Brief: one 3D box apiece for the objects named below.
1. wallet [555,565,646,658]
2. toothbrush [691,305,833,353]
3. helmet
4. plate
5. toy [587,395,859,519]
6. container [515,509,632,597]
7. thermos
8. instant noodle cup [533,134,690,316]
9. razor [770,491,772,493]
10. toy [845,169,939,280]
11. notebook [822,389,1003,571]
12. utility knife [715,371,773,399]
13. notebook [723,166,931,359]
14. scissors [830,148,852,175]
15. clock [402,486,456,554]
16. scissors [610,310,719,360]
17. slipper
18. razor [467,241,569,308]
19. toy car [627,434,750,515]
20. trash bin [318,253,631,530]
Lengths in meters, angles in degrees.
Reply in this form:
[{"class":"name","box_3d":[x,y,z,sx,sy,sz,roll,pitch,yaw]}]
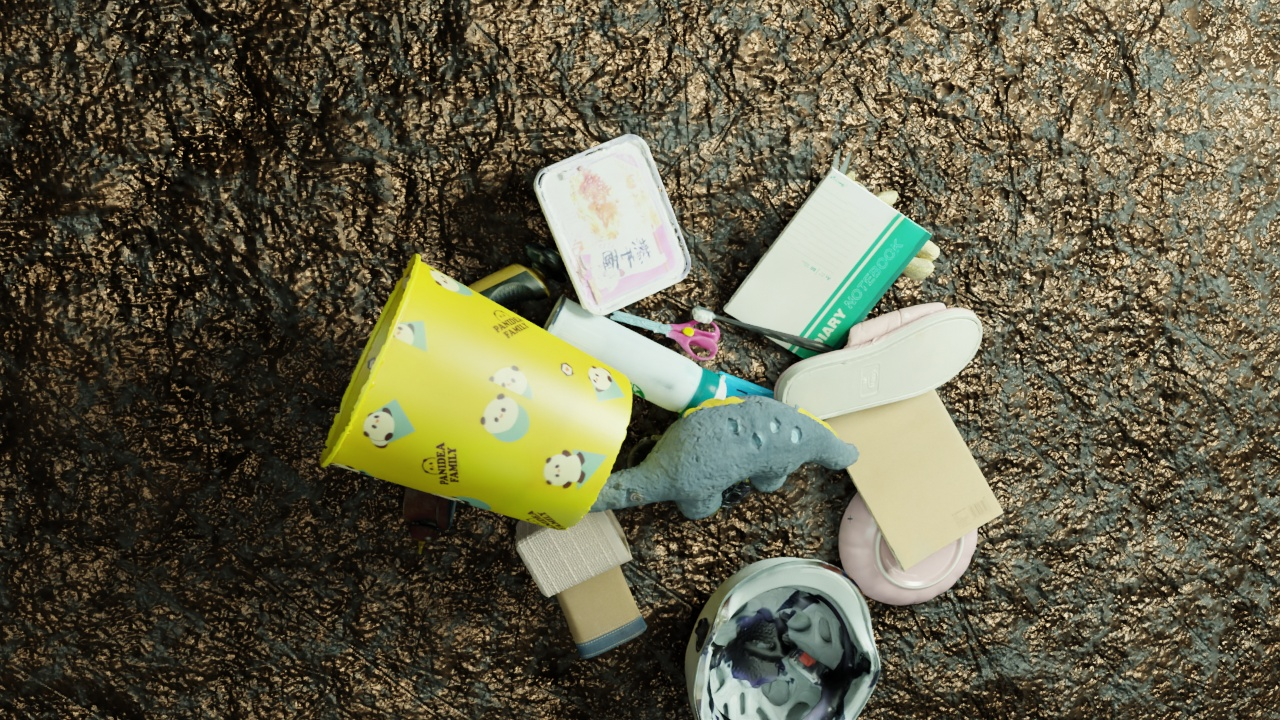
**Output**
[{"class":"wallet","box_3d":[-0.053,0.300,1.129,0.090,0.033,0.115,-23,102,-8]},{"class":"toothbrush","box_3d":[0.147,-0.033,1.098,0.181,0.018,0.016,15,125,-9]},{"class":"helmet","box_3d":[0.159,0.353,1.117,0.229,0.146,0.258,9,90,-13]},{"class":"plate","box_3d":[0.352,0.231,1.183,0.192,0.039,0.192,-2,100,-10]},{"class":"toy","box_3d":[0.101,0.104,1.033,0.355,0.091,0.138,-10,132,-17]},{"class":"container","box_3d":[-0.082,0.209,1.079,0.111,0.090,0.090,-27,104,-1]},{"class":"thermos","box_3d":[-0.006,0.006,1.059,0.224,0.073,0.073,26,94,-11]},{"class":"instant noodle cup","box_3d":[-0.034,-0.151,1.030,0.138,0.060,0.173,-25,105,-13]},{"class":"razor","box_3d":[0.112,0.121,1.130,0.142,0.022,0.042,25,93,-13]},{"class":"toy","box_3d":[0.285,-0.156,1.087,0.157,0.066,0.105,36,87,-7]},{"class":"notebook","box_3d":[0.341,0.134,1.148,0.149,0.012,0.211,-28,87,-5]},{"class":"utility knife","box_3d":[0.123,0.039,1.119,0.202,0.018,0.034,22,97,-12]},{"class":"notebook","box_3d":[0.218,-0.102,1.077,0.150,0.012,0.210,29,114,-15]},{"class":"scissors","box_3d":[0.201,-0.159,1.064,0.143,0.014,0.173,-20,121,14]},{"class":"clock","box_3d":[-0.239,0.160,1.044,0.055,0.082,0.122,8,98,-7]},{"class":"scissors","box_3d":[0.028,-0.034,1.080,0.135,0.017,0.064,12,56,-6]},{"class":"slipper","box_3d":[0.284,0.001,1.111,0.274,0.054,0.114,-19,124,-9]},{"class":"razor","box_3d":[-0.163,-0.081,1.034,0.167,0.062,0.067,-24,73,1]},{"class":"toy car","box_3d":[0.059,0.134,1.106,0.158,0.042,0.070,25,121,-15]},{"class":"trash bin","box_3d":[-0.163,0.048,0.949,0.255,0.229,0.229,25,95,-19]}]
